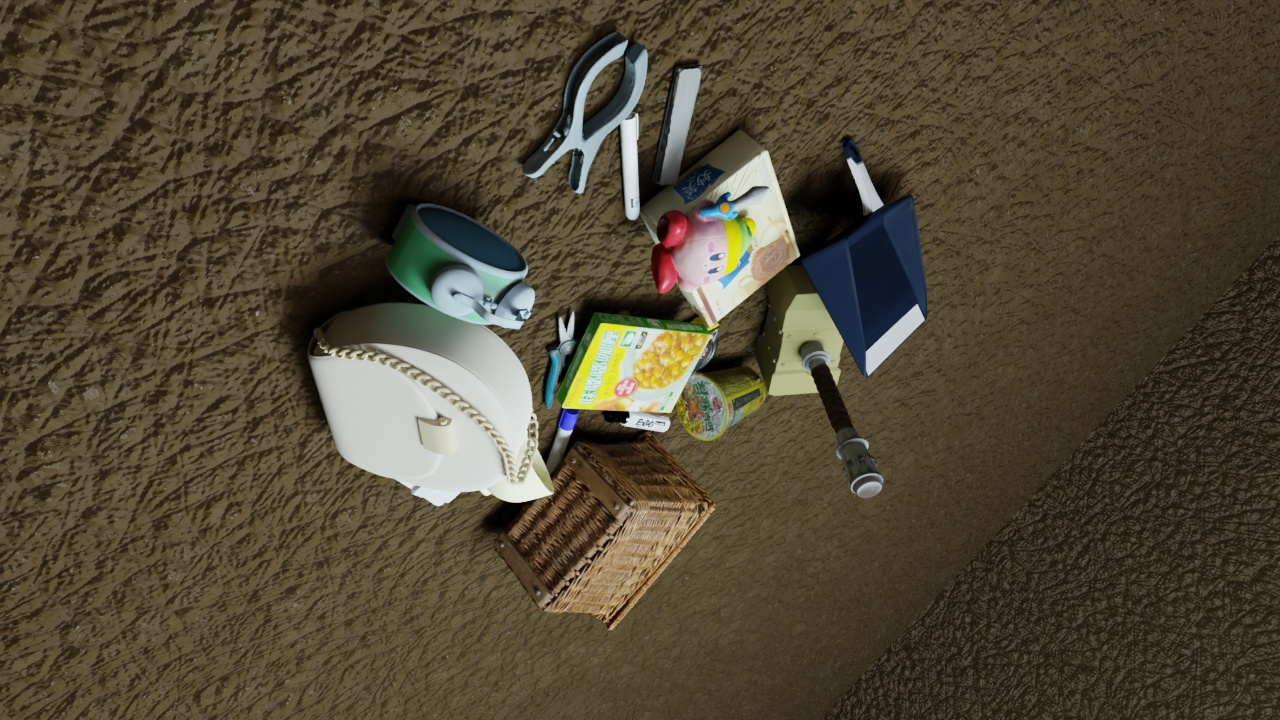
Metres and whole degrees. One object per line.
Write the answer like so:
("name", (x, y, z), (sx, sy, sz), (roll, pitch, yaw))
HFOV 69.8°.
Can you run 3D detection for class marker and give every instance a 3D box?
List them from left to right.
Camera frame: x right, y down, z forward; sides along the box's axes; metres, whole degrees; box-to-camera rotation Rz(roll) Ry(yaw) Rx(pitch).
("marker", (-0.111, 0.121, 1.230), (0.020, 0.020, 0.142), (-8, 132, -38))
("marker", (-0.010, -0.206, 0.985), (0.020, 0.017, 0.134), (-28, 142, -21))
("marker", (-0.006, 0.081, 1.279), (0.125, 0.025, 0.025), (14, 117, -49))

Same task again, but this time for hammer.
("hammer", (0.248, 0.042, 1.206), (0.100, 0.324, 0.191), (-4, 135, -8))

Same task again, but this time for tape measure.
("tape measure", (0.071, -0.020, 1.232), (0.072, 0.042, 0.072), (-27, 143, -27))

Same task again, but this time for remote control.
("remote control", (0.039, -0.251, 0.987), (0.033, 0.013, 0.137), (-17, 136, -32))

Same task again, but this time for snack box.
("snack box", (-0.007, 0.007, 1.145), (0.167, 0.027, 0.132), (5, 126, -34))
("snack box", (0.102, -0.153, 1.111), (0.153, 0.055, 0.207), (-39, 144, -4))

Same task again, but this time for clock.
("clock", (-0.163, -0.077, 0.855), (0.121, 0.161, 0.075), (12, 117, -48))

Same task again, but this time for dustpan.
("dustpan", (0.305, -0.150, 1.198), (0.080, 0.273, 0.235), (-27, -176, 42))

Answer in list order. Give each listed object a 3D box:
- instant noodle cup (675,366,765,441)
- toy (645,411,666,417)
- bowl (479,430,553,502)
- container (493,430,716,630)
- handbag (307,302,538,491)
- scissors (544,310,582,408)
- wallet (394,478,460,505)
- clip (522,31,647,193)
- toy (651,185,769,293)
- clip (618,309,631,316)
("instant noodle cup", (0.119, 0.052, 1.314), (0.108, 0.102, 0.102), (-18, 139, -42))
("toy", (0.013, 0.036, 1.239), (0.054, 0.042, 0.102), (-36, 142, -47))
("bowl", (-0.166, 0.126, 1.112), (0.074, 0.118, 0.118), (-28, 143, -1))
("container", (-0.061, 0.230, 1.252), (0.250, 0.162, 0.183), (-52, 150, 13))
("handbag", (-0.215, 0.037, 0.923), (0.209, 0.103, 0.211), (10, 135, 7))
("scissors", (-0.090, 0.005, 1.128), (0.122, 0.019, 0.149), (-42, 140, 7))
("wallet", (-0.245, 0.129, 1.105), (0.086, 0.032, 0.116), (-45, 144, 1))
("clip", (-0.061, -0.244, 0.892), (0.107, 0.028, 0.163), (6, 122, -44))
("toy", (0.079, -0.139, 1.008), (0.131, 0.096, 0.124), (-3, 125, -14))
("clip", (-0.012, -0.037, 1.148), (0.053, 0.035, 0.046), (-31, 150, -13))
